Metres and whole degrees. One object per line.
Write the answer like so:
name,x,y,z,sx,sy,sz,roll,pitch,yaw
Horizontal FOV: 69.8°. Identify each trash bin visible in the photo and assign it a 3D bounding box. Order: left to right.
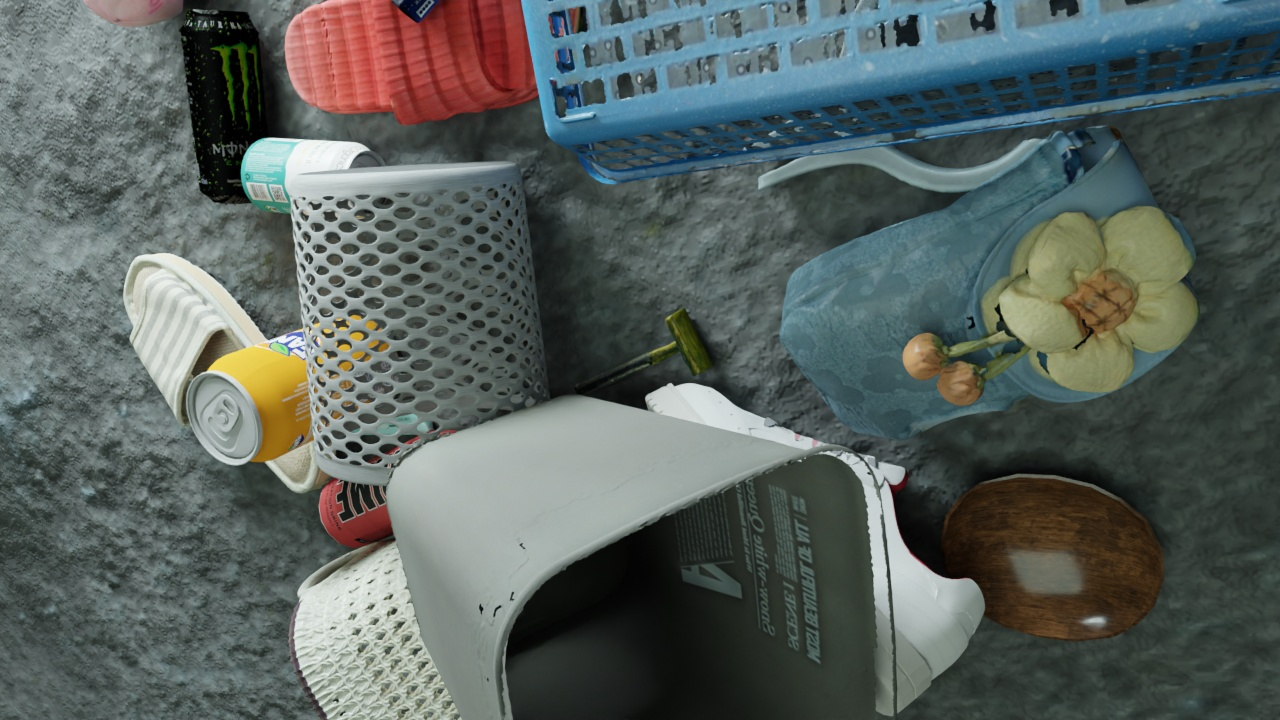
trash bin,-0.141,-0.033,0.597,0.157,0.156,0.183,4,106,26
trash bin,-0.018,0.126,0.481,0.220,0.197,0.197,20,123,56

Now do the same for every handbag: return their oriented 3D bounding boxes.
handbag,0.166,-0.023,0.455,0.192,0.118,0.122,-23,116,28

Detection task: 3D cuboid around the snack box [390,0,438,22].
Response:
snack box,-0.111,-0.282,0.535,0.150,0.027,0.082,-44,76,10

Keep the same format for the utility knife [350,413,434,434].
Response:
utility knife,-0.226,0.052,0.751,0.148,0.015,0.022,-5,112,32

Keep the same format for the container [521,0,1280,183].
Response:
container,0.092,-0.216,0.380,0.363,0.089,0.257,-2,106,28

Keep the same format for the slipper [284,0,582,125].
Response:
slipper,-0.150,-0.207,0.596,0.249,0.059,0.103,-1,106,29

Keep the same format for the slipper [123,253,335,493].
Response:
slipper,-0.355,0.010,0.771,0.273,0.053,0.115,38,117,17

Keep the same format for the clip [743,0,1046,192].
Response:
clip,0.152,-0.118,0.488,0.164,0.030,0.173,48,122,7

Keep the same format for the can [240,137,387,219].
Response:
can,-0.237,-0.132,0.667,0.102,0.054,0.055,9,111,24

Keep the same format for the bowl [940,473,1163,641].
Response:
bowl,0.232,0.108,0.523,0.114,0.026,0.102,6,110,26

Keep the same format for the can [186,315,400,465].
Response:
can,-0.249,0.019,0.674,0.079,0.142,0.079,9,111,24

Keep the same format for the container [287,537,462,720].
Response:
container,-0.119,0.226,0.662,0.143,0.184,0.251,-34,91,23

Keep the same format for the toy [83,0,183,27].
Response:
toy,-0.384,-0.356,0.650,0.190,0.087,0.238,-5,99,28

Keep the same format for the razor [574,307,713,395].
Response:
razor,-0.004,0.004,0.614,0.106,0.026,0.042,-24,97,36

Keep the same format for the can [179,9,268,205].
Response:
can,-0.308,-0.188,0.686,0.054,0.053,0.138,12,112,23

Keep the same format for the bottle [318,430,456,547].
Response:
bottle,-0.171,0.093,0.707,0.177,0.062,0.062,-25,94,31

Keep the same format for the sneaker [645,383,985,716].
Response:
sneaker,0.105,0.086,0.556,0.236,0.104,0.090,46,163,32
